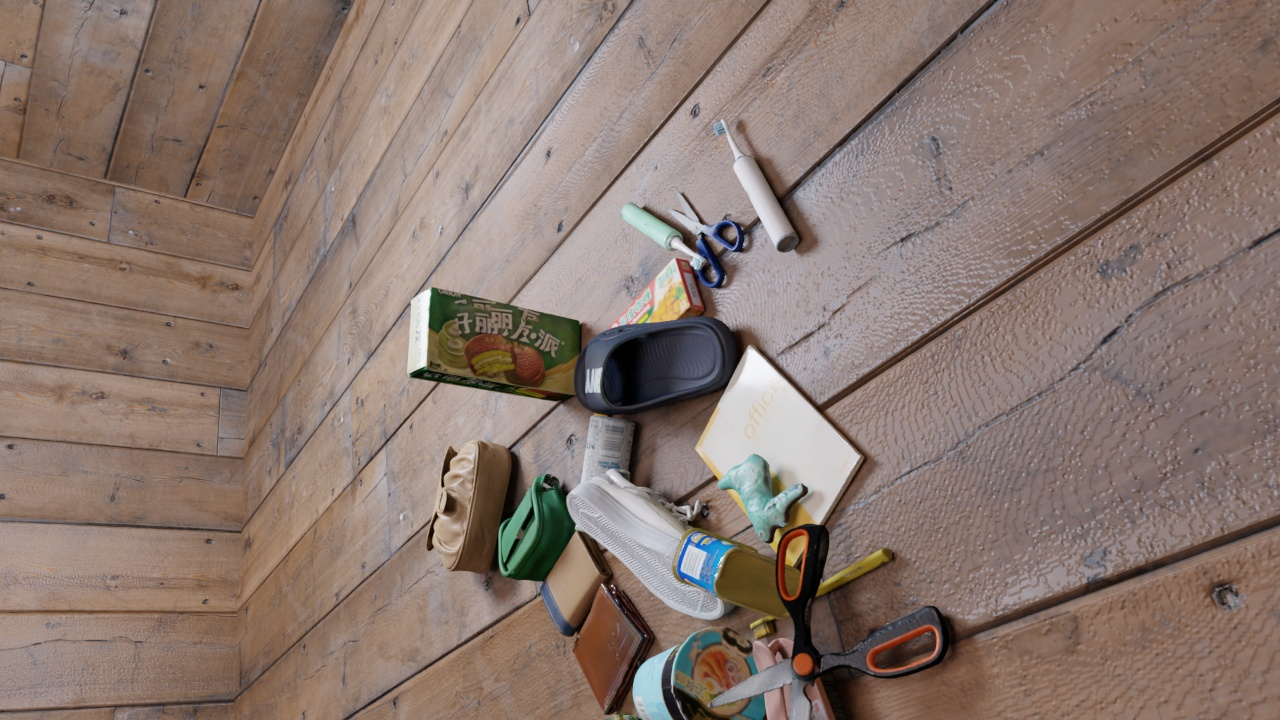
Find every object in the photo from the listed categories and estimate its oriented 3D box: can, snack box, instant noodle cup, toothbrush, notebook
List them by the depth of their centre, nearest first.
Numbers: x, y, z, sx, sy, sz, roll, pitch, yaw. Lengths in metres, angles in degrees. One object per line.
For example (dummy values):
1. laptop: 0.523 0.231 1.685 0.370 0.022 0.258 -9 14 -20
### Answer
1. toothbrush: 0.168 0.225 0.872 0.191 0.015 0.016 -45 51 39
2. can: 0.095 0.208 0.893 0.083 0.102 0.057 4 72 65
3. instant noodle cup: 0.053 0.336 0.940 0.121 0.111 0.111 -39 50 55
4. notebook: 0.136 0.096 0.957 0.206 0.010 0.146 52 124 48
5. toothbrush: 0.126 -0.206 1.040 0.026 0.027 0.220 -22 53 3
6. snack box: 0.017 -0.051 1.154 0.156 0.027 0.077 -45 47 40
7. toothbrush: 0.029 -0.158 1.156 0.027 0.026 0.224 -60 34 9
8. can: -0.045 0.145 1.164 0.058 0.058 0.146 4 84 56
9. snack box: -0.198 -0.017 1.268 0.063 0.239 0.114 -20 64 51

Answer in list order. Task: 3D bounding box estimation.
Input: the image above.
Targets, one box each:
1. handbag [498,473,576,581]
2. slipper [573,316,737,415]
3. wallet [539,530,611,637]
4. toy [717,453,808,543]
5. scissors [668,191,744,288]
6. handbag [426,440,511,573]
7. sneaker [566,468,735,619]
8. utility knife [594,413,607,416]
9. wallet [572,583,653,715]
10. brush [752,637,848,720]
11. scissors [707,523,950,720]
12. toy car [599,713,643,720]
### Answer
1. handbag: -0.145 0.238 1.284 0.132 0.068 0.120 -56 33 32
2. slipper: -0.006 0.006 1.094 0.269 0.083 0.110 -13 86 45
3. wallet: -0.087 0.292 1.209 0.115 0.033 0.090 -61 41 23
4. toy: 0.126 0.136 0.928 0.097 0.030 0.091 -44 53 32
5. scissors: 0.070 -0.148 1.119 0.171 0.012 0.140 8 88 58
6. handbag: -0.274 0.225 1.437 0.148 0.099 0.204 -2 76 59
7. sneaker: 0.028 0.199 1.040 0.242 0.090 0.090 31 138 36
8. utility knife: -0.051 0.055 1.236 0.033 0.015 0.153 -13 71 60
9. wallet: -0.037 0.351 1.122 0.101 0.032 0.125 45 118 48
10. brush: 0.147 0.319 0.827 0.063 0.073 0.145 -51 42 36
11. scissors: 0.159 0.250 0.801 0.221 0.021 0.234 -14 59 28
12. toy car: -0.028 0.441 1.077 0.091 0.036 0.043 -35 55 45
